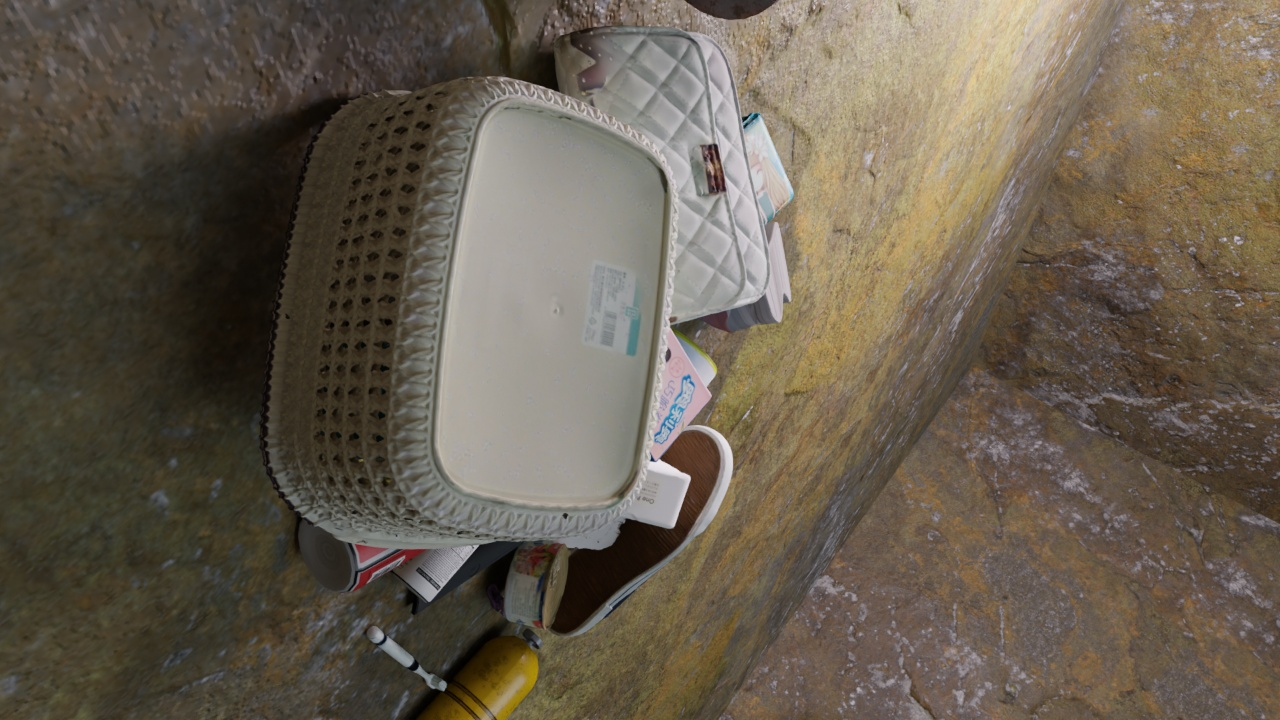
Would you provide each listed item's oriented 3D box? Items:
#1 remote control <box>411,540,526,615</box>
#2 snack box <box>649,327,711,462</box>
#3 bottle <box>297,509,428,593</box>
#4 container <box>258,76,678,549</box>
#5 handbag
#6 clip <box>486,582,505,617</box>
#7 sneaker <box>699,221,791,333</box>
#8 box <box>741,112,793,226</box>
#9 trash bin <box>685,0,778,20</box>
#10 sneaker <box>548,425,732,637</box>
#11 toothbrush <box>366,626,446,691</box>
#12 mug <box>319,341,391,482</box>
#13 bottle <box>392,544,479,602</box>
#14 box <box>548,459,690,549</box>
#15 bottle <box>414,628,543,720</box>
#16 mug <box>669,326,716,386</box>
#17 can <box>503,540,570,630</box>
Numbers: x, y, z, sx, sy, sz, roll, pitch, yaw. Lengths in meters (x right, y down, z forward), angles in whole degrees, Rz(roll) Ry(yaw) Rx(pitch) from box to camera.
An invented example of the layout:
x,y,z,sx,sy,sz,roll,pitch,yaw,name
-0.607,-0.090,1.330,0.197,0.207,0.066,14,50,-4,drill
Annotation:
x,y,z,sx,sy,sz,roll,pitch,yaw,name
-0.154,0.186,0.840,0.146,0.015,0.033,-27,142,-50,remote control
-0.005,0.005,0.802,0.087,0.033,0.154,-47,121,-25,snack box
-0.159,0.105,0.675,0.176,0.062,0.062,-25,140,-52,bottle
-0.077,-0.021,0.469,0.184,0.143,0.251,13,81,-39,container
0.018,-0.122,0.611,0.138,0.073,0.195,-16,96,-41,handbag
-0.141,0.245,0.929,0.013,0.033,0.052,-44,153,-30,clip
0.103,-0.084,0.960,0.235,0.089,0.099,-47,127,-71,sneaker
0.050,-0.122,0.793,0.226,0.039,0.094,-45,119,-32,box
0.114,-0.324,0.613,0.210,0.131,0.131,-40,151,-33,trash bin
0.008,0.183,1.008,0.295,0.120,0.127,-51,153,21,sneaker
-0.210,0.275,0.837,0.187,0.017,0.012,78,28,-57,toothbrush
-0.150,0.034,0.583,0.114,0.083,0.107,-58,157,15,mug
-0.152,0.144,0.763,0.115,0.041,0.041,-49,155,-21,bottle
-0.035,0.128,0.897,0.190,0.111,0.101,-34,-139,62,box
-0.166,0.348,0.951,0.163,0.071,0.071,-45,153,-29,bottle
0.012,0.028,0.894,0.106,0.082,0.082,-52,156,-12,mug
-0.102,0.222,0.916,0.086,0.043,0.086,11,89,-80,can
